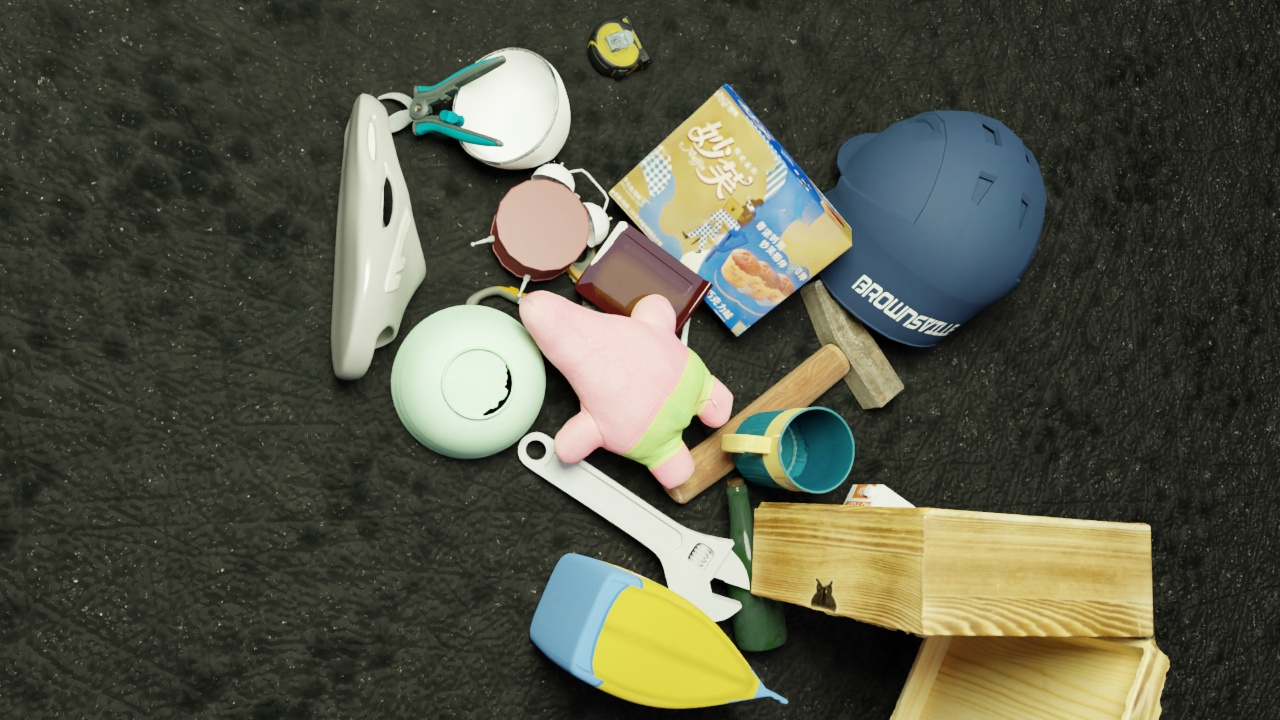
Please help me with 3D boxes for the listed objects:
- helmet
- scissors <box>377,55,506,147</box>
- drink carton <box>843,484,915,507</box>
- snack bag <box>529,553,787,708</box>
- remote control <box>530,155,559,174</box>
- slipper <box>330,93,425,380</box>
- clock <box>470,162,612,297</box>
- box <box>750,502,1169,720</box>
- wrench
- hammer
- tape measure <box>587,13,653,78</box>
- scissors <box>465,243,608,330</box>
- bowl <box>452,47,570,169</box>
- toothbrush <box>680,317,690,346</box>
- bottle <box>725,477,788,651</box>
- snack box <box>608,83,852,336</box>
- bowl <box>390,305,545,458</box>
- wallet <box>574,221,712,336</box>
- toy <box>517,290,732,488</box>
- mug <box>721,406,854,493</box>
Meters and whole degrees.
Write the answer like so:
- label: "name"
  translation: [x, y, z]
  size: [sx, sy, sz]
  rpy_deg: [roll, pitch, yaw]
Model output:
- label: "helmet"
  translation: [0.328, -0.174, 1.021]
  size: [0.232, 0.224, 0.271]
  rpy_deg: [23, 38, -17]
- label: "scissors"
  translation: [-0.184, -0.250, 0.884]
  size: [0.154, 0.019, 0.124]
  rpy_deg: [33, 96, 18]
- label: "drink carton"
  translation: [0.285, 0.183, 1.020]
  size: [0.122, 0.059, 0.040]
  rpy_deg: [35, 73, -13]
- label: "snack bag"
  translation: [0.018, 0.266, 0.859]
  size: [0.205, 0.159, 0.102]
  rpy_deg: [27, 76, -16]
- label: "remote control"
  translation: [-0.115, -0.255, 0.958]
  size: [0.030, 0.009, 0.140]
  rpy_deg: [-16, 89, -21]
- label: "slipper"
  translation: [-0.236, -0.113, 0.854]
  size: [0.080, 0.113, 0.265]
  rpy_deg: [5, 76, -31]
- label: "clock"
  translation: [-0.092, -0.135, 0.911]
  size: [0.137, 0.048, 0.096]
  rpy_deg: [-44, 95, -19]
- label: "box"
  translation: [0.286, 0.293, 0.827]
  size: [0.283, 0.280, 0.323]
  rpy_deg: [5, 80, -20]
- label: "wrench"
  translation: [-0.011, 0.165, 0.915]
  size: [0.273, 0.018, 0.086]
  rpy_deg: [33, 91, -1]
- label: "hammer"
  translation: [0.138, 0.050, 0.996]
  size: [0.300, 0.037, 0.158]
  rpy_deg: [-36, 96, -21]
- label: "tape measure"
  translation: [-0.025, -0.337, 0.988]
  size: [0.061, 0.034, 0.061]
  rpy_deg: [-32, 94, -19]
- label: "scissors"
  translation: [-0.063, -0.069, 0.950]
  size: [0.225, 0.016, 0.216]
  rpy_deg: [13, 79, -18]
- label: "bowl"
  translation: [-0.120, -0.241, 0.906]
  size: [0.116, 0.065, 0.116]
  rpy_deg: [-2, 84, 19]
- label: "toothbrush"
  translation: [0.041, 0.012, 0.976]
  size: [0.012, 0.017, 0.186]
  rpy_deg: [14, 79, -15]
- label: "bottle"
  translation: [0.112, 0.208, 0.949]
  size: [0.055, 0.055, 0.174]
  rpy_deg: [-10, 91, -21]
- label: "snack box"
  translation: [0.095, -0.153, 0.946]
  size: [0.155, 0.069, 0.202]
  rpy_deg: [-39, 99, 22]
- label: "bowl"
  translation: [-0.157, 0.021, 0.865]
  size: [0.150, 0.077, 0.151]
  rpy_deg: [0, 90, -17]
- label: "wallet"
  translation: [0.001, -0.073, 0.934]
  size: [0.115, 0.018, 0.091]
  rpy_deg: [36, 91, -4]
- label: "toy"
  translation: [-0.023, 0.014, 0.879]
  size: [0.236, 0.097, 0.191]
  rpy_deg: [39, 75, -20]
- label: "mug"
  translation: [0.135, 0.086, 0.912]
  size: [0.113, 0.107, 0.083]
  rpy_deg: [8, 85, -20]
